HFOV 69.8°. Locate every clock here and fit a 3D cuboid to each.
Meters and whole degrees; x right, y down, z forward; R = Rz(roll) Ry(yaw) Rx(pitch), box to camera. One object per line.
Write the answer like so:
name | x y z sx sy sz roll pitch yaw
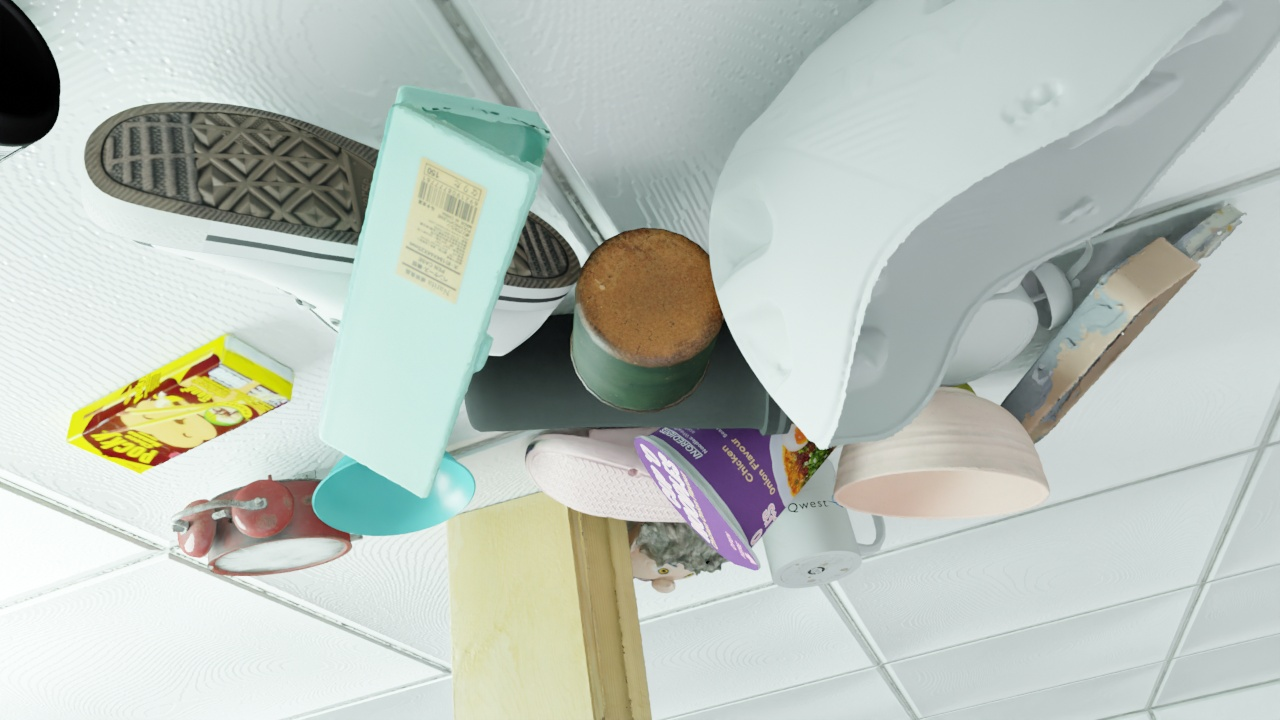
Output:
clock | -0.300 0.125 0.729 0.110 0.061 0.157 -18 158 10
clock | 0.236 -0.043 0.641 0.119 0.061 0.160 19 131 -37

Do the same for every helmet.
helmet | 0.163 -0.087 0.433 0.283 0.183 0.223 -31 170 30

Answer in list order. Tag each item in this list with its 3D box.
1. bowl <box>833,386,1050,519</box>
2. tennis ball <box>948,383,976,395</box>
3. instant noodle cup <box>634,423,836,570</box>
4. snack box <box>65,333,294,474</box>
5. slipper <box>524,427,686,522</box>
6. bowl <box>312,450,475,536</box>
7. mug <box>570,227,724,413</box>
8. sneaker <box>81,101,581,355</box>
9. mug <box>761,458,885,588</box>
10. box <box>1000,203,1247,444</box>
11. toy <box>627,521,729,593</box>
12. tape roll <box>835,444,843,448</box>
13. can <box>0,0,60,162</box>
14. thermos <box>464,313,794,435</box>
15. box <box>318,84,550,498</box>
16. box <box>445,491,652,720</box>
bowl | 0.216 0.065 0.674 0.153 0.076 0.153 3 158 1
tennis ball | 0.245 0.043 0.754 0.065 0.065 0.065 -7 145 -5
instant noodle cup | 0.085 0.071 0.684 0.121 0.137 0.122 -39 137 -14
snack box | -0.316 0.032 0.630 0.149 0.025 0.061 -23 143 18
slipper | 0.010 0.098 0.783 0.221 0.055 0.107 10 143 -13
bowl | -0.193 0.087 0.718 0.121 0.046 0.121 -11 143 -8
mug | 0.015 -0.028 0.521 0.111 0.085 0.081 -27 164 -14
sneaker | -0.160 -0.054 0.488 0.245 0.091 0.097 10 135 -35
mug | 0.171 0.151 0.862 0.119 0.096 0.083 -2 145 -12
box | 0.346 -0.014 0.685 0.150 0.043 0.217 -24 151 -23
toy | 0.025 0.189 0.904 0.132 0.076 0.176 19 143 -35
tape roll | 0.159 0.047 0.779 0.094 0.019 0.094 -7 145 -5
can | -0.327 -0.102 0.386 0.146 0.080 0.080 -21 144 16
thermos | -0.004 0.004 0.611 0.218 0.105 0.106 -4 145 0
box | -0.097 -0.020 0.416 0.077 0.080 0.189 6 129 -30
box | -0.070 0.247 0.807 0.184 0.248 0.142 19 135 -36
